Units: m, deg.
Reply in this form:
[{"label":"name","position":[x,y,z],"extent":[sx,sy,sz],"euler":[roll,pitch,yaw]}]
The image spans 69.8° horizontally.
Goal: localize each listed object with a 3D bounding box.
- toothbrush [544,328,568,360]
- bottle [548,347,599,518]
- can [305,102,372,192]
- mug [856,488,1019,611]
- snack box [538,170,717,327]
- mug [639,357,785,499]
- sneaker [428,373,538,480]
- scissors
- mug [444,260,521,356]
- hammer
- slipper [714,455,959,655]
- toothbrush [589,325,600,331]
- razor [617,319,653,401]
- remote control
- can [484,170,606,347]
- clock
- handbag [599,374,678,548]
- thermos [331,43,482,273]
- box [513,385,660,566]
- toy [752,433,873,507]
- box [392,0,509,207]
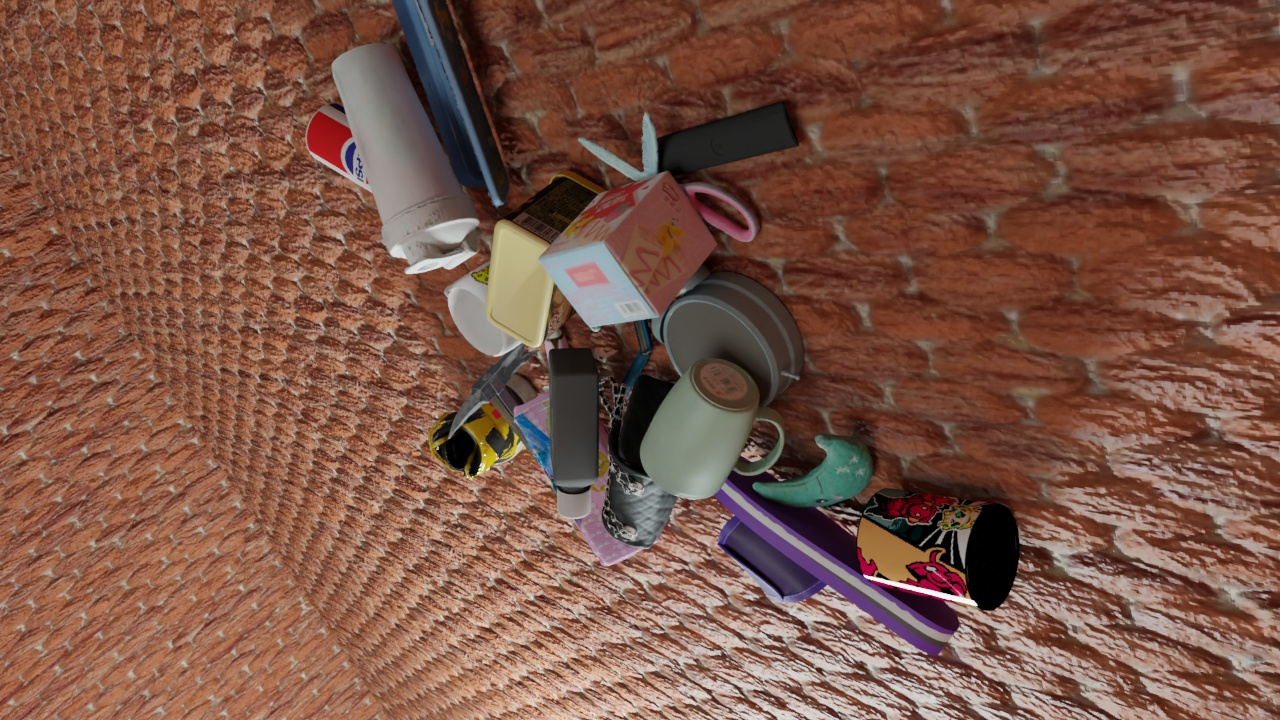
[{"label":"toothbrush","position":[-0.091,-0.002,1.019],"extent":[0.026,0.027,0.223],"euler":[-117,14,-51]},{"label":"bottle","position":[-0.070,0.081,0.958],"extent":[0.083,0.046,0.174],"euler":[-113,23,-69]},{"label":"can","position":[-0.300,-0.228,1.005],"extent":[0.132,0.070,0.070],"euler":[31,142,26]},{"label":"mug","position":[0.249,0.160,0.747],"extent":[0.098,0.081,0.118],"euler":[2,145,48]},{"label":"snack box","position":[-0.011,-0.089,0.746],"extent":[0.093,0.094,0.079],"euler":[-5,129,51]},{"label":"mug","position":[0.068,0.059,0.781],"extent":[0.111,0.084,0.104],"euler":[20,131,-5]},{"label":"sneaker","position":[-0.215,0.107,1.183],"extent":[0.086,0.121,0.239],"euler":[49,145,4]},{"label":"scissors","position":[0.017,-0.132,0.765],"extent":[0.170,0.013,0.177],"euler":[31,152,8]},{"label":"mug","position":[-0.164,-0.064,1.007],"extent":[0.116,0.067,0.094],"euler":[29,141,28]},{"label":"hammer","position":[-0.104,0.136,1.103],"extent":[0.028,0.146,0.317],"euler":[5,136,47]},{"label":"slipper","position":[0.149,0.192,0.839],"extent":[0.266,0.107,0.084],"euler":[35,104,16]},{"label":"toothbrush","position":[-0.072,-0.095,0.919],"extent":[0.022,0.015,0.155],"euler":[-13,117,19]},{"label":"razor","position":[-0.006,0.006,0.937],"extent":[0.144,0.022,0.042],"euler":[112,150,-57]},{"label":"remote control","position":[0.061,-0.165,0.700],"extent":[0.147,0.015,0.033],"euler":[-1,121,49]},{"label":"can","position":[-0.083,-0.091,0.843],"extent":[0.072,0.100,0.131],"euler":[31,137,13]},{"label":"clock","position":[0.069,-0.022,0.802],"extent":[0.159,0.045,0.123],"euler":[40,145,12]},{"label":"handbag","position":[-0.010,0.101,0.920],"extent":[0.115,0.124,0.154],"euler":[18,138,5]},{"label":"thermos","position":[-0.230,-0.197,0.909],"extent":[0.100,0.099,0.220],"euler":[-24,87,55]},{"label":"box","position":[-0.059,0.125,1.064],"extent":[0.230,0.084,0.070],"euler":[62,-176,-24]},{"label":"toy","position":[0.157,0.100,0.795],"extent":[0.085,0.033,0.105],"euler":[21,135,-27]},{"label":"box","position":[-0.172,-0.253,0.862],"extent":[0.125,0.043,0.209],"euler":[39,151,55]}]
